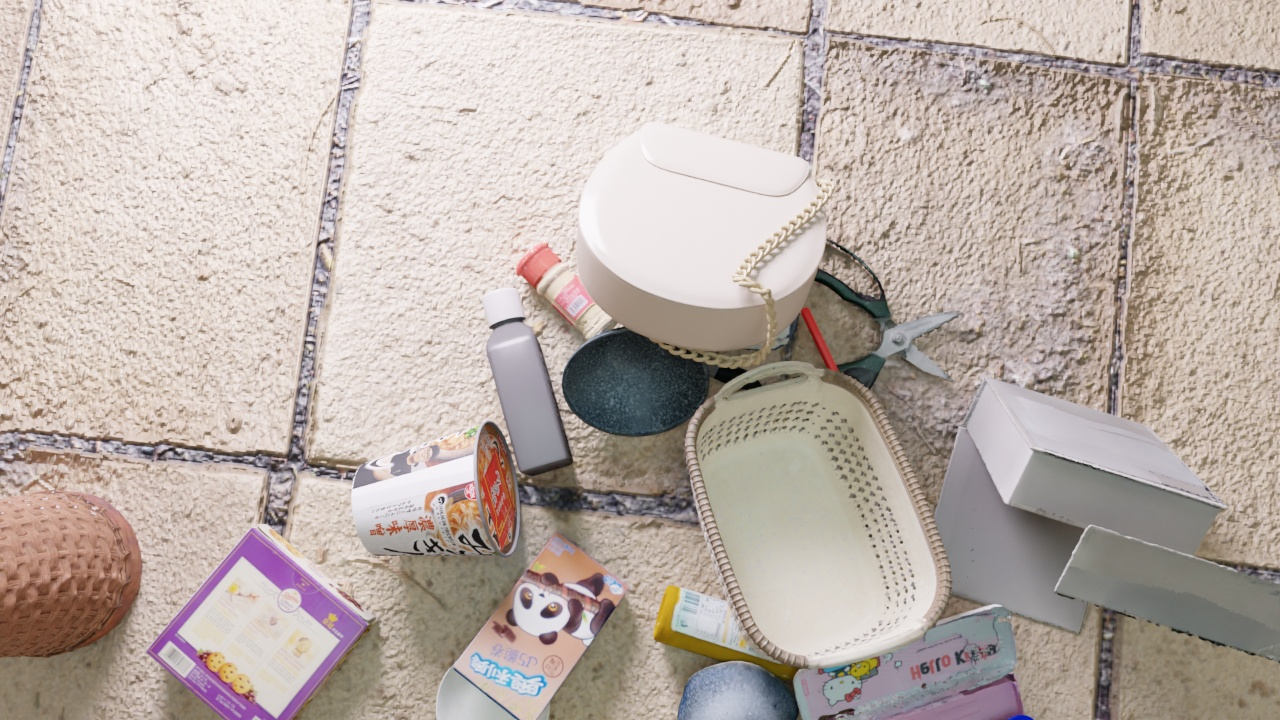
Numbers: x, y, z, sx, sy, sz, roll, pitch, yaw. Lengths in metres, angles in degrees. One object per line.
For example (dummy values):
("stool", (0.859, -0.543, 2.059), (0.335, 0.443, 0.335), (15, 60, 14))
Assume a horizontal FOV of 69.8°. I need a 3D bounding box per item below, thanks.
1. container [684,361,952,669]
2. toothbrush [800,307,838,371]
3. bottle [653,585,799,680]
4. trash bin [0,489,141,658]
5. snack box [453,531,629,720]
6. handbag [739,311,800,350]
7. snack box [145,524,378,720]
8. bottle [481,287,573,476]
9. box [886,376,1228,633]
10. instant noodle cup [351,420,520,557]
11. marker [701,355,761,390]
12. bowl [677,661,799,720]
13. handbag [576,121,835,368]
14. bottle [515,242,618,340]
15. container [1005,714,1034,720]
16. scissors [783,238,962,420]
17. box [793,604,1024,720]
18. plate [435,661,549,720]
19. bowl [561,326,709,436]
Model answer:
("container", (0.139, 0.140, 0.790), (0.184, 0.143, 0.246), (-13, 67, -10))
("toothbrush", (0.207, 0.043, 0.882), (0.018, 0.012, 0.212), (-26, 90, -3))
("bottle", (0.107, 0.258, 0.843), (0.186, 0.053, 0.053), (16, 82, 1))
("trash bin", (-0.545, 0.185, 0.767), (0.151, 0.210, 0.151), (0, 82, 0))
("snack box", (-0.089, 0.243, 0.834), (0.087, 0.034, 0.151), (37, 67, 5))
("handbag", (0.083, -0.107, 0.883), (0.151, 0.074, 0.175), (8, 78, 1))
("snack box", (-0.346, 0.252, 0.845), (0.143, 0.040, 0.148), (39, 83, 4))
("bottle", (-0.110, 0.018, 0.859), (0.046, 0.084, 0.173), (-16, 82, -3))
("box", (0.355, 0.192, 0.911), (0.167, 0.423, 0.173), (18, 45, 2))
("instant noodle cup", (-0.186, 0.125, 0.832), (0.122, 0.123, 0.123), (-10, 82, 7))
("marker", (0.055, -0.001, 0.898), (0.138, 0.016, 0.022), (24, 51, 3))
("bowl", (0.085, 0.328, 0.815), (0.110, 0.055, 0.110), (2, 109, 7))
("handbag", (0.053, -0.114, 0.798), (0.211, 0.104, 0.208), (15, 56, 5))
("bottle", (-0.070, -0.065, 0.890), (0.109, 0.044, 0.044), (44, 84, 4))
("container", (0.334, 0.384, 0.806), (0.096, 0.058, 0.114), (-23, 107, -5))
("scissors", (0.210, -0.040, 0.905), (0.201, 0.015, 0.202), (-24, 82, -3))
("box", (0.242, 0.304, 0.823), (0.201, 0.038, 0.152), (-17, 105, -3))
("plate", (-0.134, 0.316, 0.846), (0.104, 0.026, 0.104), (0, 82, 0))
("bowl", (-0.005, 0.005, 0.864), (0.137, 0.137, 0.057), (-1, 42, -1))
